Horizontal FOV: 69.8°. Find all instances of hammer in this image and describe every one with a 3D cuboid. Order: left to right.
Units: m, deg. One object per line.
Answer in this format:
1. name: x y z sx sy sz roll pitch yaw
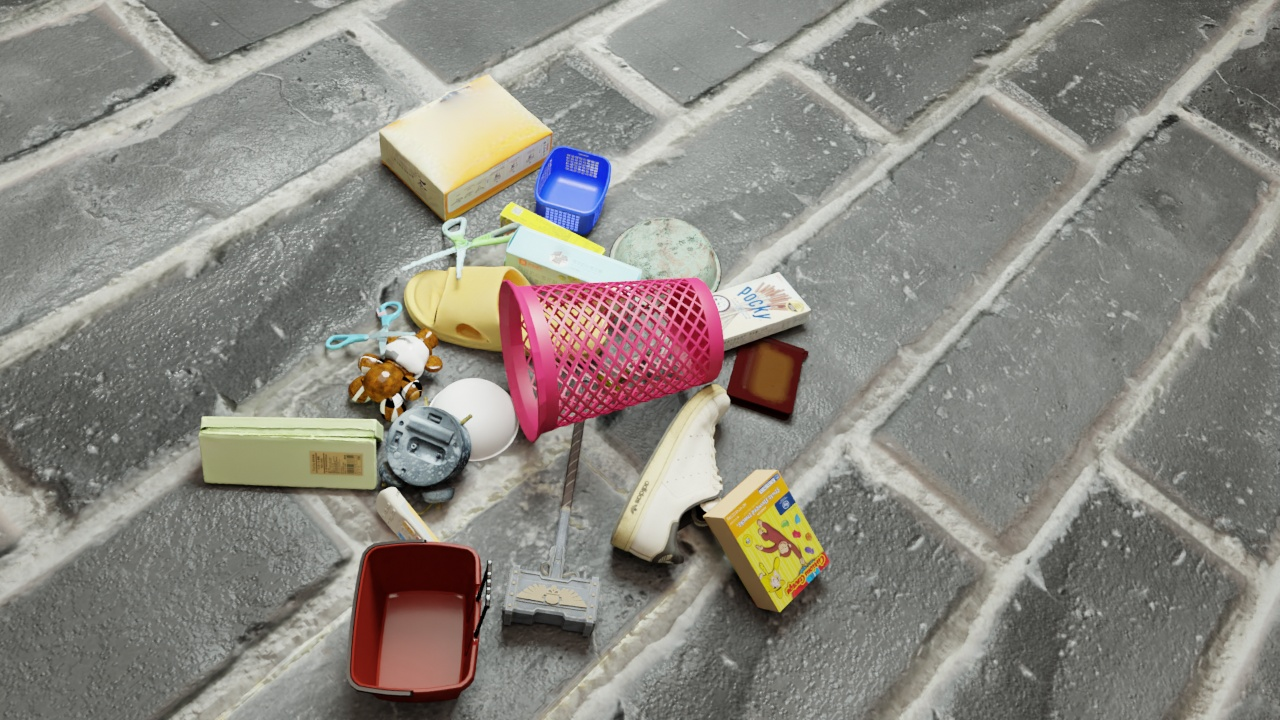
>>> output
1. hammer: -0.082 0.147 1.053 0.098 0.044 0.321 10 55 -4

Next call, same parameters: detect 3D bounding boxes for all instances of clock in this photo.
1. clock: -0.240 0.110 1.025 0.090 0.052 0.129 21 85 9

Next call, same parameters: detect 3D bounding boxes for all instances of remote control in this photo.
1. remote control: -0.244 0.190 0.994 0.125 0.038 0.018 44 39 17

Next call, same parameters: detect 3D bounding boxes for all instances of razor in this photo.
1. razor: -0.007 0.007 1.164 0.042 0.026 0.105 38 55 16

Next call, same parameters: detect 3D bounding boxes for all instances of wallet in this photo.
1. wallet: 0.165 0.016 1.191 0.091 0.018 0.115 18 55 2

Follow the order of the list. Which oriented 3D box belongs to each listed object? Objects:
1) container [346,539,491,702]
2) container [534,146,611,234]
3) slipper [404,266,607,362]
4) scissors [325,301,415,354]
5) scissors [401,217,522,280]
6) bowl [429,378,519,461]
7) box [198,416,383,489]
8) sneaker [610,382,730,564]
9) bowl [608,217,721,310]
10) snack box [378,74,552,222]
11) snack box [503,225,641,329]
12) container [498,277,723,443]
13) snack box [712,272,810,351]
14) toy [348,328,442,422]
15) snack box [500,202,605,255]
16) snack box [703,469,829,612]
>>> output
1. container: -0.208 0.243 0.871 0.127 0.201 0.147 3 58 -9
2. container: -0.095 -0.233 1.276 0.096 0.058 0.114 15 57 0
3. slipper: -0.169 -0.064 1.147 0.263 0.079 0.099 13 59 -2
4. scissors: -0.329 -0.032 1.107 0.125 0.015 0.136 -21 27 -4
5. scissors: -0.234 -0.148 1.190 0.171 0.023 0.168 -23 43 -26
6. bowl: -0.197 0.060 1.084 0.110 0.041 0.109 4 57 -7
7. box: -0.384 0.090 1.015 0.188 0.078 0.089 4 58 -6
8. sneaker: 0.062 0.132 1.055 0.102 0.089 0.240 29 59 10
9. bowl: 0.037 -0.141 1.253 0.157 0.039 0.157 4 57 -7
10. snack box: -0.243 -0.305 1.283 0.194 0.081 0.145 -38 72 -28
11. snack box: -0.089 -0.107 1.188 0.175 0.075 0.053 20 56 2
12. container: -0.032 -0.017 1.058 0.225 0.184 0.183 -10 60 -17
13. snack box: 0.143 -0.065 1.224 0.149 0.026 0.082 -19 52 -20
14. toy: -0.286 0.010 1.092 0.087 0.067 0.112 30 49 9
15. snack box: -0.120 -0.162 1.238 0.148 0.040 0.028 27 58 7
16. snack box: 0.141 0.199 1.019 0.088 0.040 0.126 -36 102 -27
